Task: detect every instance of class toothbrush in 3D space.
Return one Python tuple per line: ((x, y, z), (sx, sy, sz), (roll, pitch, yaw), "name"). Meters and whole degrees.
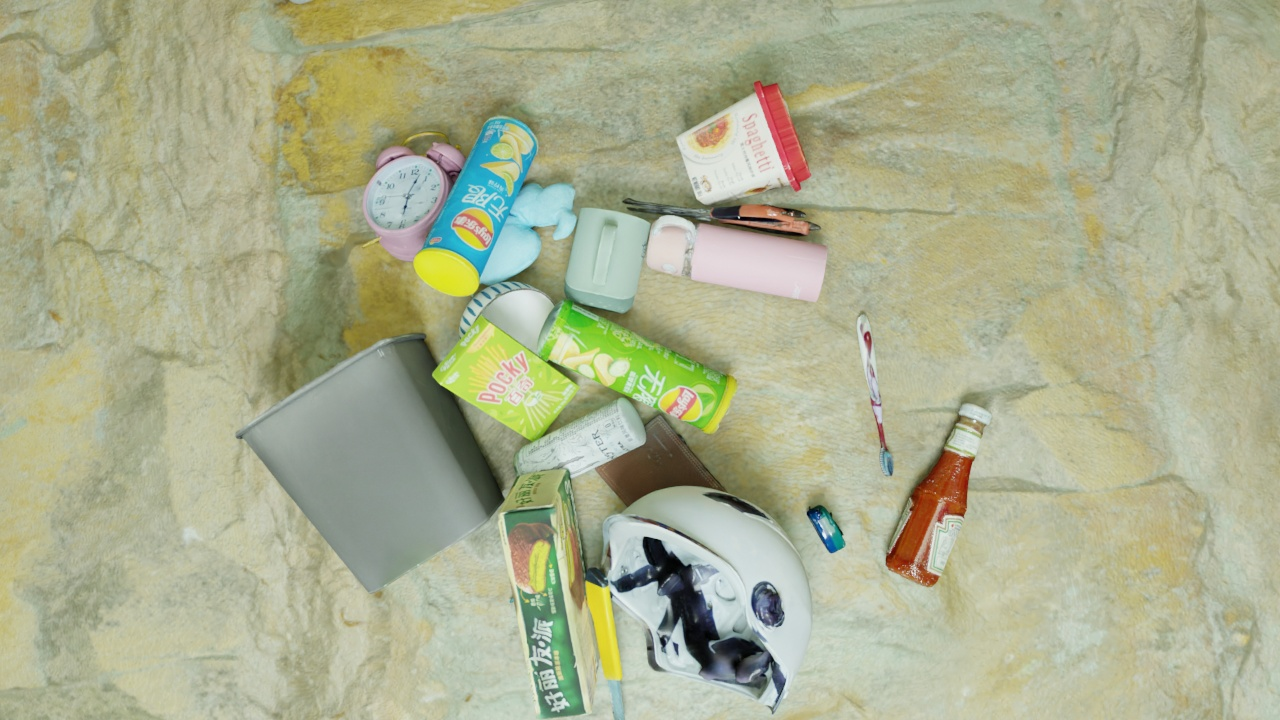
((0.267, 0.040, 1.043), (0.016, 0.017, 0.187), (-9, 88, 3), "toothbrush")

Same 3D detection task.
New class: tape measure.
((0.208, 0.186, 1.022), (0.025, 0.058, 0.054), (-30, 84, 2), "tape measure")

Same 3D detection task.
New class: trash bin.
((-0.277, 0.111, 1.000), (0.199, 0.199, 0.220), (-31, 93, 3), "trash bin")

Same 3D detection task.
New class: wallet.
((0.024, 0.137, 1.051), (0.101, 0.032, 0.124), (-41, 86, -1), "wallet")

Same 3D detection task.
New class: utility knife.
((-0.036, 0.317, 1.011), (0.033, 0.015, 0.218), (16, 123, 40), "utility knife")

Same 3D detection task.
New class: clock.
((-0.256, -0.194, 1.055), (0.117, 0.060, 0.158), (1, 68, 17), "clock")

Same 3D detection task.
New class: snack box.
((-0.146, 0.023, 1.017), (0.086, 0.156, 0.026), (-50, 43, 0), "snack box")
((-0.093, 0.248, 0.984), (0.063, 0.114, 0.240), (-8, 104, 5), "snack box")

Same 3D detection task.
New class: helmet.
((0.083, 0.225, 0.960), (0.145, 0.230, 0.259), (-39, 111, -36), "helmet")

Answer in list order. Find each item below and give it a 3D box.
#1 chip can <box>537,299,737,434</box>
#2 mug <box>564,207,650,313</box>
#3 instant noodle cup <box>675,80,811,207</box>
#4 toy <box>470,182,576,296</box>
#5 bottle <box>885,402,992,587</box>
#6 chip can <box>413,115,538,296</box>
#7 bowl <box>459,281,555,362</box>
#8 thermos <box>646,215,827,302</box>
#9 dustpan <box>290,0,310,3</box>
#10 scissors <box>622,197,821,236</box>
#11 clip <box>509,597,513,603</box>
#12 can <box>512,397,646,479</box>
((-0.006, 0.006, 1.015), (0.221, 0.072, 0.072), (25, 89, -8), "chip can")
((-0.039, -0.111, 1.023), (0.082, 0.112, 0.106), (13, 91, -1), "mug")
((0.114, -0.233, 1.024), (0.124, 0.116, 0.116), (-19, 86, 15), "instant noodle cup")
((-0.151, -0.141, 1.054), (0.162, 0.050, 0.156), (9, 65, 29), "toy")
((0.334, 0.146, 1.015), (0.060, 0.060, 0.206), (23, 87, 4), "bottle")
((-0.176, -0.173, 1.008), (0.071, 0.071, 0.209), (15, 58, 4), "chip can")
((-0.155, -0.038, 1.041), (0.116, 0.116, 0.066), (-54, 44, 0), "bowl")
((0.107, -0.120, 1.028), (0.198, 0.087, 0.067), (12, 64, 3), "thermos")
((-0.367, -0.524, 1.050), (0.223, 0.142, 0.257), (-16, 88, 3), "dustpan")
((0.090, -0.164, 1.028), (0.197, 0.214, 0.015), (9, 90, -31), "scissors")
((-0.126, 0.267, 1.065), (0.034, 0.013, 0.055), (36, 93, 4), "clip")
((-0.068, 0.097, 1.030), (0.147, 0.058, 0.058), (-27, 86, 15), "can")
